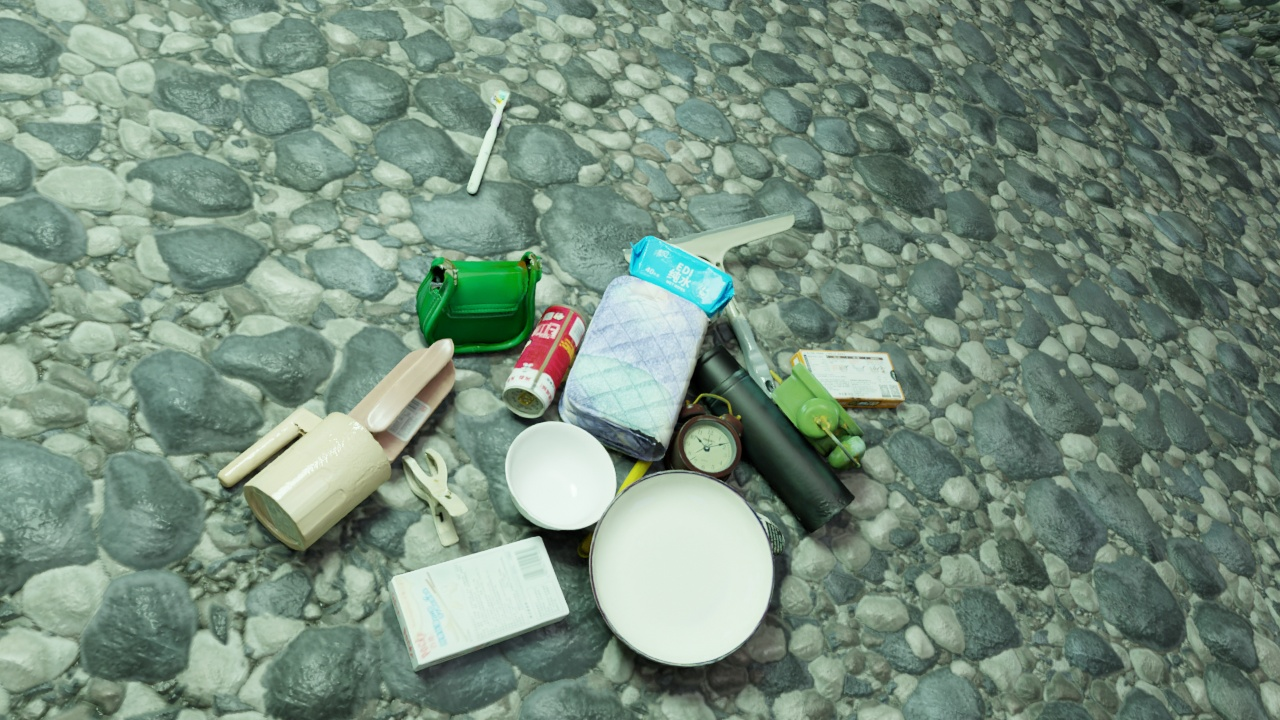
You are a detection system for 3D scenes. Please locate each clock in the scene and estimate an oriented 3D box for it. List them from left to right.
[{"bbox_3d":[0.074,0.095,1.052,0.082,0.055,0.121,18,63,-5],"label":"clock"},{"bbox_3d":[0.216,0.070,1.096,0.116,0.056,0.161,44,8,-30],"label":"clock"}]

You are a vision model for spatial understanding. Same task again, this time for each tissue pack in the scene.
[{"bbox_3d":[0.049,-0.099,1.135,0.140,0.090,0.063,28,82,6],"label":"tissue pack"}]

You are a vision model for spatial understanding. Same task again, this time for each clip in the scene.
[{"bbox_3d":[-0.203,0.131,0.911,0.034,0.060,0.097,-16,57,-35],"label":"clip"}]

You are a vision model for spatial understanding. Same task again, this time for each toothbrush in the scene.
[{"bbox_3d":[-0.201,-0.287,1.199,0.020,0.029,0.189,52,37,-45],"label":"toothbrush"},{"bbox_3d":[-0.016,0.142,1.011,0.015,0.017,0.189,37,50,0],"label":"toothbrush"}]

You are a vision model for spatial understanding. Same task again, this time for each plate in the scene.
[{"bbox_3d":[0.039,0.208,0.925,0.192,0.039,0.192,4,71,-13],"label":"plate"}]

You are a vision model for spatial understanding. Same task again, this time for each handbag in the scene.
[{"bbox_3d":[-0.176,-0.067,1.001,0.131,0.120,0.068,-5,56,-28],"label":"handbag"},{"bbox_3d":[-0.006,0.006,1.054,0.134,0.076,0.193,24,60,-3],"label":"handbag"}]

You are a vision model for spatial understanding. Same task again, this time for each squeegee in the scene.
[{"bbox_3d":[0.129,-0.058,1.204,0.246,0.039,0.246,-15,73,-14],"label":"squeegee"}]

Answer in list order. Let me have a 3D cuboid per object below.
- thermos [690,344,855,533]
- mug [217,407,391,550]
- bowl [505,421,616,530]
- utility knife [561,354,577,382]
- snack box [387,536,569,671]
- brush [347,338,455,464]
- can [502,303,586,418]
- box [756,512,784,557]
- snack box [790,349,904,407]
[{"bbox_3d":[0.158,0.088,1.107,0.242,0.069,0.089,52,29,12],"label":"thermos"},{"bbox_3d":[-0.313,0.103,0.852,0.125,0.084,0.103,26,48,22],"label":"mug"},{"bbox_3d":[-0.091,0.130,0.950,0.118,0.065,0.118,13,55,-19],"label":"bowl"},{"bbox_3d":[-0.071,0.008,1.077,0.177,0.019,0.031,-23,66,-31],"label":"utility knife"},{"bbox_3d":[-0.153,0.229,0.877,0.156,0.027,0.084,-11,65,-32],"label":"snack box"},{"bbox_3d":[-0.237,0.037,0.932,0.063,0.073,0.145,35,48,-1],"label":"brush"},{"bbox_3d":[-0.106,0.000,1.022,0.053,0.053,0.132,29,49,-7],"label":"can"},{"bbox_3d":[0.075,0.191,1.015,0.163,0.077,0.074,15,34,-15],"label":"box"},{"bbox_3d":[0.280,0.025,1.234,0.153,0.026,0.075,2,58,-26],"label":"snack box"}]
